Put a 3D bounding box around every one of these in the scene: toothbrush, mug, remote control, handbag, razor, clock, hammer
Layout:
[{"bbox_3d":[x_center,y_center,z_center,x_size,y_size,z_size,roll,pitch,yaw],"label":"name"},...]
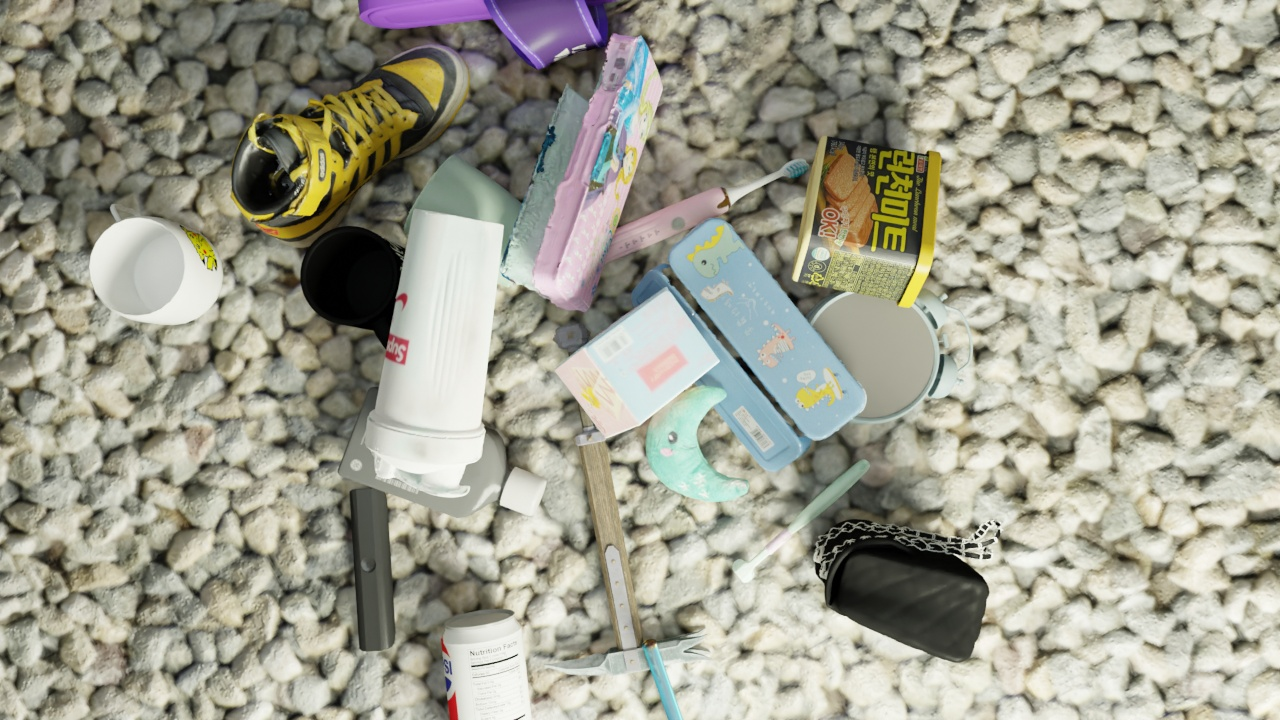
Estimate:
[{"bbox_3d":[0.145,0.141,0.818,0.155,0.015,0.022,-41,88,1],"label":"toothbrush"},{"bbox_3d":[-0.148,-0.105,0.800,0.104,0.084,0.111,34,68,-6],"label":"mug"},{"bbox_3d":[-0.245,0.189,0.835,0.033,0.015,0.147,-4,88,3],"label":"remote control"},{"bbox_3d":[0.209,0.162,0.747,0.125,0.153,0.115,16,93,8],"label":"handbag"},{"bbox_3d":[0.047,-0.134,0.823,0.222,0.026,0.027,-23,129,2],"label":"toothbrush"},{"bbox_3d":[0.027,0.306,0.805,0.042,0.022,0.144,-17,105,1],"label":"razor"},{"bbox_3d":[0.210,-0.007,0.804,0.159,0.045,0.122,-11,88,4],"label":"clock"},{"bbox_3d":[-0.228,-0.052,0.799,0.082,0.098,0.118,-29,87,1],"label":"mug"},{"bbox_3d":[-0.039,0.122,0.821,0.147,0.028,0.316,-11,88,2],"label":"hammer"},{"bbox_3d":[-0.438,-0.089,0.825,0.094,0.068,0.115,-30,87,1],"label":"mug"}]

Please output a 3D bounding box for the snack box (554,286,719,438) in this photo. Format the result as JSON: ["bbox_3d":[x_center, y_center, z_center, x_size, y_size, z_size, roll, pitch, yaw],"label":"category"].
[{"bbox_3d":[-0.005,0.005,0.773,0.092,0.095,0.079,-37,93,-23],"label":"snack box"}]

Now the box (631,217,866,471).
[{"bbox_3d":[0.085,-0.011,0.783,0.125,0.043,0.209,-42,84,31],"label":"box"}]

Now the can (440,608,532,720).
[{"bbox_3d":[-0.133,0.290,0.799,0.070,0.070,0.132,-7,88,2],"label":"can"}]

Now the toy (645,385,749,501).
[{"bbox_3d":[0.045,0.076,0.806,0.085,0.033,0.105,-11,99,20],"label":"toy"}]

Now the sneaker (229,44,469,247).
[{"bbox_3d":[-0.255,-0.198,0.793,0.086,0.122,0.238,45,92,2],"label":"sneaker"}]

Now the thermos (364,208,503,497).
[{"bbox_3d":[-0.164,-0.008,0.742,0.099,0.099,0.220,10,96,3],"label":"thermos"}]

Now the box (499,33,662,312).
[{"bbox_3d":[-0.050,-0.161,0.786,0.071,0.084,0.230,14,79,18],"label":"box"}]

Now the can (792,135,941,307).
[{"bbox_3d":[0.190,-0.120,0.774,0.101,0.073,0.130,12,59,5],"label":"can"}]

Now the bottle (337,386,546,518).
[{"bbox_3d":[-0.170,0.092,0.818,0.174,0.046,0.083,20,89,3],"label":"bottle"}]

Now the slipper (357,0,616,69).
[{"bbox_3d":[-0.108,-0.294,0.799,0.266,0.107,0.084,-5,98,3],"label":"slipper"}]
